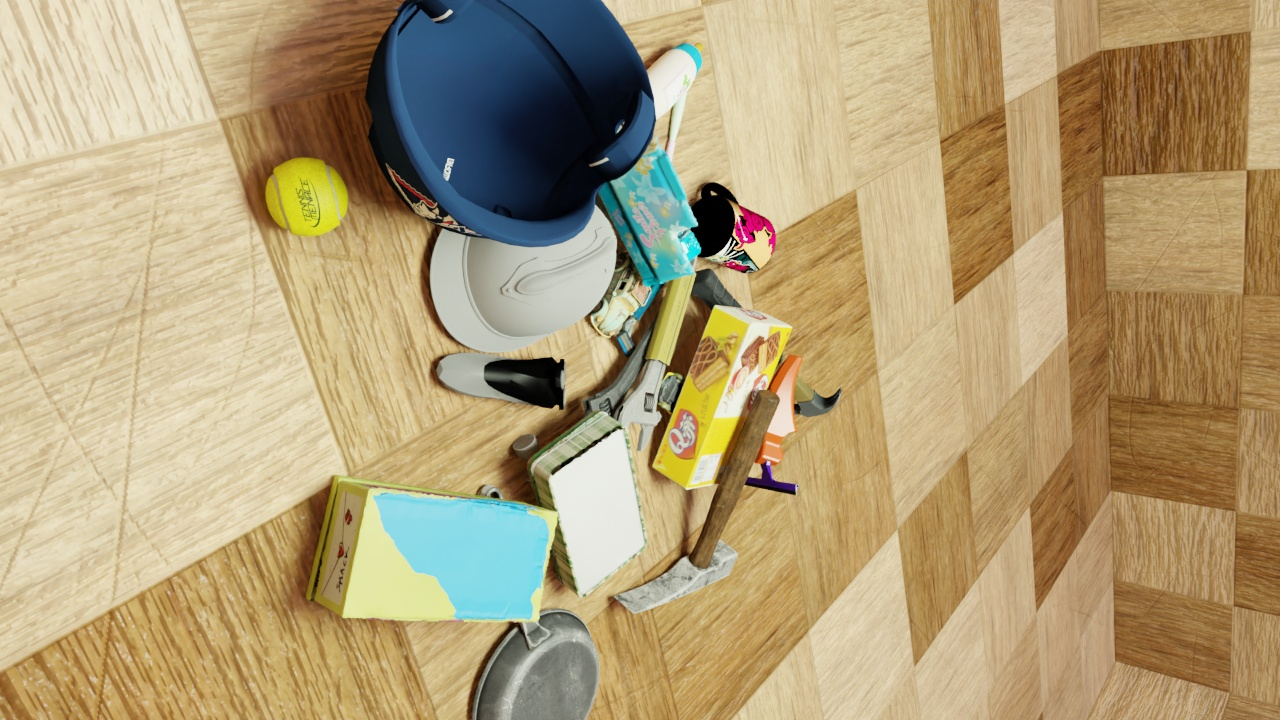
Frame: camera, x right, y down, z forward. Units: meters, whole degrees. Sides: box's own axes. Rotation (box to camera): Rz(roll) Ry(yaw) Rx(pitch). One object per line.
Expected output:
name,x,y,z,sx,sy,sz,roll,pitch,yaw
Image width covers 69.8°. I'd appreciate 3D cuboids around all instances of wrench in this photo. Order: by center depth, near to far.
wrench,-0.007,0.006,1.108,0.272,0.018,0.073,-58,137,-31
wrench,0.023,-0.017,1.117,0.083,0.018,0.273,36,65,-51

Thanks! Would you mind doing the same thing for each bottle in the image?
bottle,0.038,-0.347,1.116,0.145,0.051,0.051,-52,130,-30

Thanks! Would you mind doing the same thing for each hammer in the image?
hammer,-0.028,0.047,1.124,0.330,0.031,0.119,-49,129,-36
hammer,0.090,0.176,1.169,0.217,0.037,0.301,-7,123,-50
hammer,0.171,-0.017,1.281,0.333,0.118,0.025,44,51,-36

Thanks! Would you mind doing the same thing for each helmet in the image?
helmet,-0.134,-0.206,0.805,0.232,0.224,0.271,39,36,-29
helmet,-0.083,-0.107,0.962,0.270,0.118,0.183,-36,120,-42

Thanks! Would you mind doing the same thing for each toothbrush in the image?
toothbrush,0.044,-0.293,1.158,0.022,0.015,0.154,27,72,-83

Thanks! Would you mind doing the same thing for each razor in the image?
razor,-0.143,0.018,0.965,0.156,0.060,0.057,6,78,-29
razor,0.008,-0.071,1.142,0.143,0.022,0.042,-59,148,-25

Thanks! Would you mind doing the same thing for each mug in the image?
mug,0.114,-0.181,1.213,0.098,0.082,0.118,12,58,-48

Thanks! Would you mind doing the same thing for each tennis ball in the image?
tennis ball,-0.281,-0.138,0.774,0.065,0.065,0.065,-8,101,-48

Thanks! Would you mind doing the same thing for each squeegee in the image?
squeegee,0.184,0.082,1.239,0.055,0.250,0.184,18,83,-6

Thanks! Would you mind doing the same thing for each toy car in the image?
toy car,-0.017,-0.080,1.093,0.047,0.047,0.111,46,60,-43
toy car,0.046,0.047,1.187,0.049,0.030,0.107,-59,148,-8

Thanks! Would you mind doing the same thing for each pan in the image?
pan,-0.127,0.302,1.031,0.186,0.055,0.357,-28,120,-42

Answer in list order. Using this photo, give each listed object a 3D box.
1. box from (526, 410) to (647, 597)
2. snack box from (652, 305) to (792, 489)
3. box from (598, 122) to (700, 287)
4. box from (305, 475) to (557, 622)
box,-0.057,0.165,1.039,0.117,0.049,0.206,-33,132,-27
snack box,0.106,0.048,1.180,0.109,0.062,0.230,0,114,-53
box,0.019,-0.208,1.027,0.097,0.122,0.227,-41,111,-39
box,-0.194,0.187,0.892,0.220,0.081,0.124,14,84,-43
